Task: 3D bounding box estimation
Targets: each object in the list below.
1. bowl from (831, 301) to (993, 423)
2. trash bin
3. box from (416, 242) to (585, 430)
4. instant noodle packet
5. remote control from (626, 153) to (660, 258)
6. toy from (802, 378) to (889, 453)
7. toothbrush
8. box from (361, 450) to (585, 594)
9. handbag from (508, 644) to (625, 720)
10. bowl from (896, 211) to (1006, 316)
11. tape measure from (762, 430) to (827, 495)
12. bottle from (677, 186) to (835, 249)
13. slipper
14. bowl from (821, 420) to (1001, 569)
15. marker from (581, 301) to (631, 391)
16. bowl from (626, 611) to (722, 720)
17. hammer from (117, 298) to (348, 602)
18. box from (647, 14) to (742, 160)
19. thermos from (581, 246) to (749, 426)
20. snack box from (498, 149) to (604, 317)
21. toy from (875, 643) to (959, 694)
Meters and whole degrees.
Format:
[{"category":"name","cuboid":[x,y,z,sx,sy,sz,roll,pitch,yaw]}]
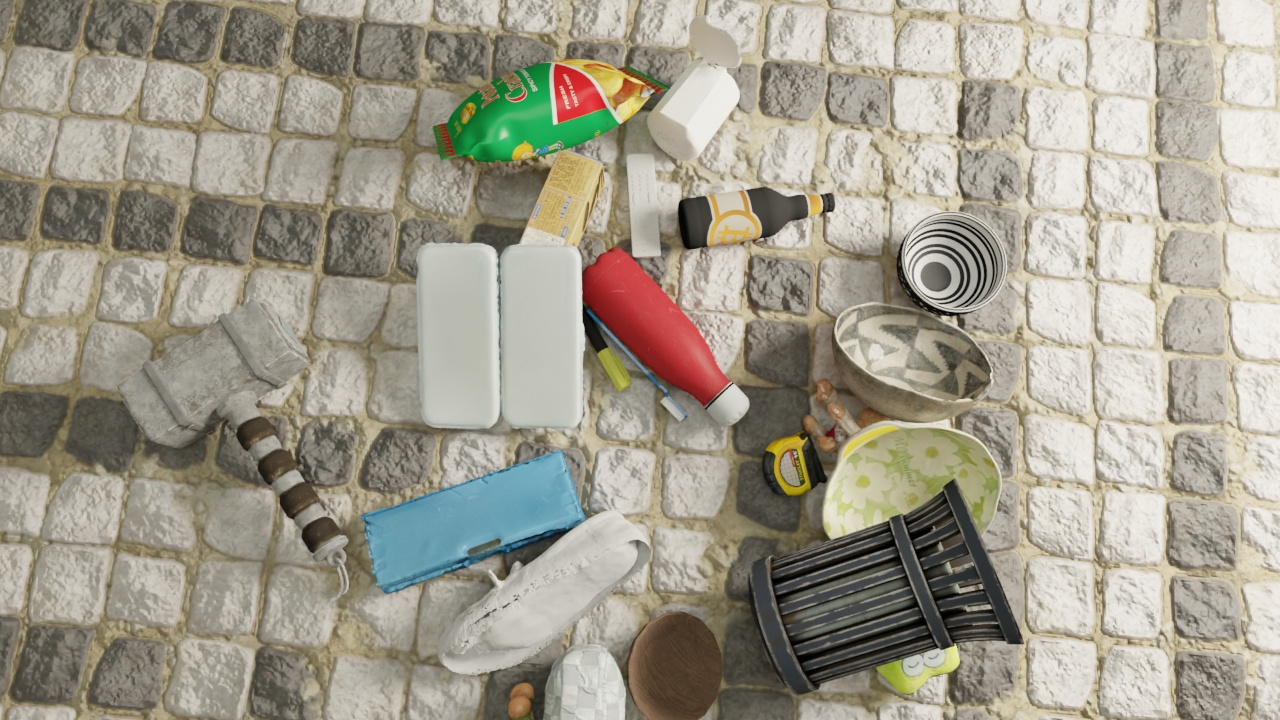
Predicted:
[{"category":"bowl","cuboid":[0.289,0.015,1.014,0.178,0.081,0.178,10,36,-8]},{"category":"trash bin","cuboid":[0.236,0.234,0.918,0.228,0.164,0.164,-22,79,14]},{"category":"box","cuboid":[-0.154,-0.025,1.008,0.189,0.037,0.209,4,99,11]},{"category":"instant noodle packet","cuboid":[-0.111,-0.286,1.042,0.252,0.195,0.090,-19,117,-6]},{"category":"remote control","cuboid":[0.003,-0.185,1.098,0.033,0.012,0.130,-4,78,-1]},{"category":"toy","cuboid":[0.240,0.074,1.019,0.106,0.085,0.074,19,99,-8]},{"category":"toothbrush","cuboid":[-0.006,0.006,1.046,0.014,0.016,0.166,-43,89,-2]},{"category":"box","cuboid":[-0.181,0.173,0.995,0.231,0.052,0.093,-17,78,-6]},{"category":"handbag","cuboid":[-0.076,0.374,0.928,0.123,0.112,0.171,3,77,6]},{"category":"bowl","cuboid":[0.353,-0.105,1.065,0.120,0.066,0.120,0,78,-2]},{"category":"tape measure","cuboid":[0.167,0.118,1.025,0.064,0.037,0.065,-24,93,-12]},{"category":"bottle","cuboid":[0.138,-0.172,1.076,0.181,0.059,0.059,-9,78,-4]},{"category":"slipper","cuboid":[-0.107,0.244,0.971,0.246,0.074,0.112,-35,120,-6]},{"category":"bowl","cuboid":[0.283,0.136,0.987,0.189,0.060,0.219,-33,115,14]},{"category":"marker","cuboid":[-0.048,-0.022,1.057,0.021,0.017,0.124,-38,77,36]},{"category":"bowl","cuboid":[0.030,0.325,0.967,0.117,0.030,0.117,8,75,-30]},{"category":"hammer","cuboid":[-0.395,0.107,0.987,0.176,0.079,0.326,-35,81,-9]},{"category":"box","cuboid":[0.060,-0.309,1.058,0.080,0.150,0.106,32,76,17]},{"category":"thermos","cuboid":[0.029,-0.022,1.033,0.073,0.073,0.240,-42,83,-10]},{"category":"snack box","cuboid":[-0.104,-0.138,1.063,0.056,0.057,0.206,21,79,4]},{"category":"toy","cuboid":[0.285,0.294,0.990,0.092,0.046,0.115,-26,72,-2]}]
